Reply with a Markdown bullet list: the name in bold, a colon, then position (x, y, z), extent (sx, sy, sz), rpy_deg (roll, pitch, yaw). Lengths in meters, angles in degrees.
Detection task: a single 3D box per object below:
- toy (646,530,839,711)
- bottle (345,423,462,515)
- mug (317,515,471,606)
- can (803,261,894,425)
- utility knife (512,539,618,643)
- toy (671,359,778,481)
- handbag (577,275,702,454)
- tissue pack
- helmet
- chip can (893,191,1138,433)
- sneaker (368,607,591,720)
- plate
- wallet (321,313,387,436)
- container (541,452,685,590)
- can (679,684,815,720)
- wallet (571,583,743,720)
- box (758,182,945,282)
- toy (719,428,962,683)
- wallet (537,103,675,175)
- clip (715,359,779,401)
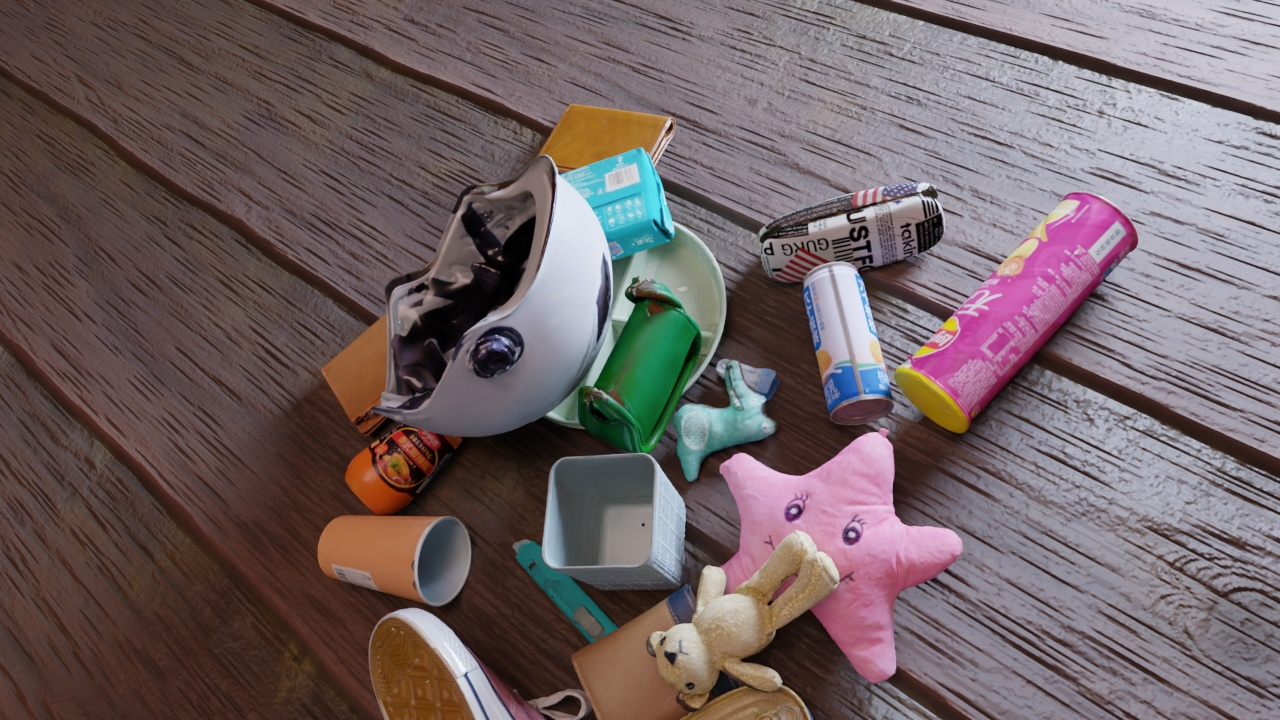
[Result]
- **toy**: position (0.074, 0.186, 0.665), extent (0.157, 0.066, 0.105), rpy_deg (-42, 57, 12)
- **bottle**: position (-0.208, 0.080, 0.877), extent (0.149, 0.067, 0.067), rpy_deg (-43, 59, -12)
- **mug**: position (-0.226, 0.175, 0.829), extent (0.123, 0.078, 0.078), rpy_deg (0, 65, 26)
- **can**: position (0.175, -0.016, 0.783), extent (0.053, 0.053, 0.134), rpy_deg (-14, 61, 13)
- **utility knife**: position (-0.060, 0.206, 0.785), extent (0.029, 0.013, 0.158), rpy_deg (-47, 59, -6)
- **toy**: position (0.072, 0.050, 0.800), extent (0.092, 0.030, 0.096), rpy_deg (-13, 80, 10)
- **handbag**: position (-0.005, 0.004, 0.771), extent (0.068, 0.120, 0.131), rpy_deg (22, 73, 20)
- **tissue pack**: position (-0.040, -0.142, 0.893), extent (0.134, 0.050, 0.093), rpy_deg (-16, 62, 13)
- **helmet**: position (-0.110, -0.037, 0.796), extent (0.259, 0.146, 0.228), rpy_deg (-44, 34, 18)
- **chip can**: position (0.302, -0.040, 0.739), extent (0.210, 0.071, 0.071), rpy_deg (-45, 59, -6)
- **sneaker**: position (-0.115, 0.289, 0.724), extent (0.241, 0.087, 0.118), rpy_deg (45, 109, 11)
- **plate**: position (-0.027, -0.038, 0.884), extent (0.230, 0.027, 0.229), rpy_deg (-8, 62, 16)
- **wallet**: position (-0.257, 0.001, 0.947), extent (0.132, 0.031, 0.108), rpy_deg (-42, 56, -2)
- **container**: position (-0.015, 0.138, 0.744), extent (0.090, 0.111, 0.089), rpy_deg (-5, 63, 18)
- **can**: position (0.062, 0.295, 0.676), extent (0.148, 0.049, 0.074), rpy_deg (-33, 59, 2)
- **wallet**: position (0.012, 0.244, 0.723), extent (0.115, 0.033, 0.090), rpy_deg (-31, 67, 2)
- **box**: position (0.186, -0.129, 0.829), extent (0.164, 0.075, 0.082), rpy_deg (-12, 51, 17)
- **toy**: position (0.141, 0.129, 0.710), extent (0.195, 0.074, 0.178), rpy_deg (25, 88, 27)
- **wallet**: position (-0.044, -0.219, 0.973), extent (0.131, 0.035, 0.119), rpy_deg (17, 72, 28)
- **clip**: position (0.094, 0.014, 0.819), extent (0.058, 0.038, 0.026), rpy_deg (22, 77, 30)
